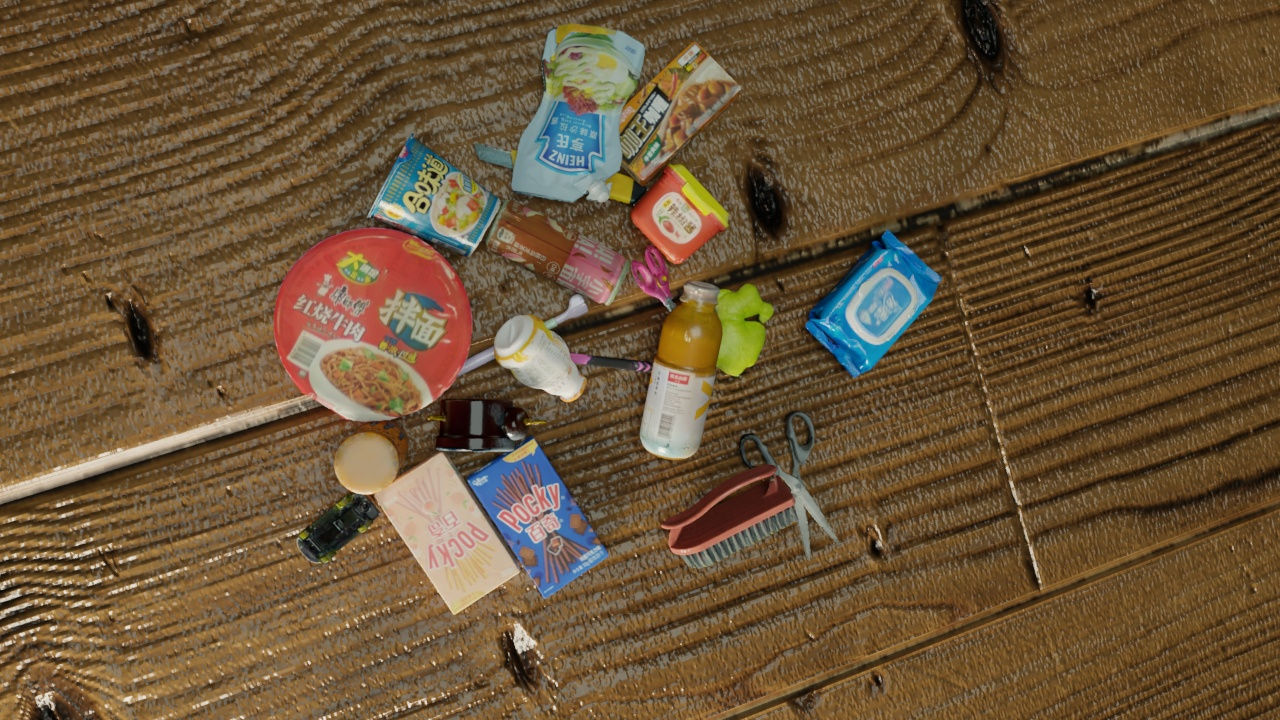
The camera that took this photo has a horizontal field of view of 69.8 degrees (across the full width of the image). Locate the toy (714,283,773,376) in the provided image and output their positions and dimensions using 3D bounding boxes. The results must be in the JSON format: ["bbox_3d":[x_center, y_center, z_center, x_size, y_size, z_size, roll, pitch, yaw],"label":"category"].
[{"bbox_3d":[0.108,-0.033,1.027,0.096,0.031,0.100,-13,94,-12],"label":"toy"}]

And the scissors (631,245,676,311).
[{"bbox_3d":[0.029,-0.058,1.000,0.017,0.077,0.137,-20,101,33],"label":"scissors"}]

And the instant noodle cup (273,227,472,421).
[{"bbox_3d":[-0.271,-0.036,0.941,0.193,0.066,0.194,0,91,-11],"label":"instant noodle cup"}]

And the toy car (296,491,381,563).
[{"bbox_3d":[-0.314,0.173,0.956,0.090,0.035,0.042,-39,97,-1],"label":"toy car"}]

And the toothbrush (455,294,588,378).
[{"bbox_3d":[-0.144,-0.019,0.988,0.189,0.021,0.029,-28,129,-7],"label":"toothbrush"}]

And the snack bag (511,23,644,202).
[{"bbox_3d":[-0.065,-0.258,0.969,0.110,0.039,0.191,13,82,-3],"label":"snack bag"}]

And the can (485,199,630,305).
[{"bbox_3d":[-0.088,-0.114,0.975,0.147,0.058,0.058,26,87,-10],"label":"can"}]

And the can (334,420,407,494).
[{"bbox_3d":[-0.263,0.092,0.905,0.058,0.146,0.058,0,92,-11],"label":"can"}]

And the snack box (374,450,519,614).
[{"bbox_3d":[-0.205,0.182,0.980,0.084,0.026,0.157,-33,97,-8],"label":"snack box"}]

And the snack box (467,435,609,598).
[{"bbox_3d":[-0.111,0.170,0.996,0.084,0.026,0.157,-33,97,-7],"label":"snack box"}]

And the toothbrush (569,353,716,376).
[{"bbox_3d":[-0.006,0.006,1.015,0.189,0.018,0.014,7,96,-9],"label":"toothbrush"}]

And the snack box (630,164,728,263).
[{"bbox_3d":[0.040,-0.156,0.990,0.080,0.082,0.091,-44,98,7],"label":"snack box"}]

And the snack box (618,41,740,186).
[{"bbox_3d":[0.030,-0.269,1.001,0.153,0.026,0.075,-44,88,-6],"label":"snack box"}]

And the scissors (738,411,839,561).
[{"bbox_3d":[0.178,0.139,1.055,0.159,0.014,0.170,21,89,-11],"label":"scissors"}]

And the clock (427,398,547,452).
[{"bbox_3d":[-0.158,0.068,0.958,0.122,0.082,0.055,1,85,-8],"label":"clock"}]

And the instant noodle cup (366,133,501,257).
[{"bbox_3d":[-0.207,-0.161,0.938,0.110,0.099,0.099,29,87,-18],"label":"instant noodle cup"}]

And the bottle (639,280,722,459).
[{"bbox_3d":[0.047,0.010,0.978,0.068,0.068,0.190,8,106,-11],"label":"bottle"}]

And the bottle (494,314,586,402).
[{"bbox_3d":[-0.102,0.001,0.964,0.063,0.063,0.108,-50,127,-5],"label":"bottle"}]

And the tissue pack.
[{"bbox_3d":[0.267,-0.065,1.044,0.095,0.052,0.157,43,84,-9],"label":"tissue pack"}]

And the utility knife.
[{"bbox_3d":[-0.087,-0.204,0.993,0.193,0.015,0.033,13,69,-10],"label":"utility knife"}]

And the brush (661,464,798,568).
[{"bbox_3d":[0.096,0.171,1.012,0.146,0.063,0.069,-28,109,1],"label":"brush"}]
